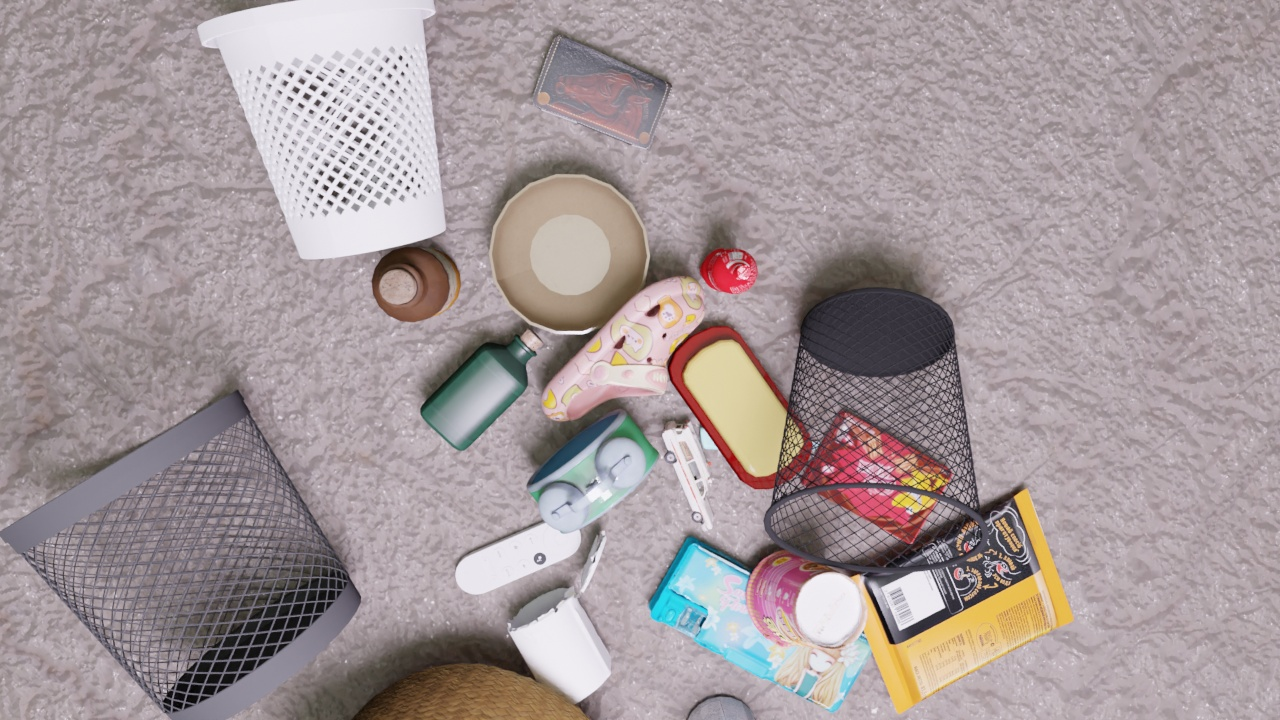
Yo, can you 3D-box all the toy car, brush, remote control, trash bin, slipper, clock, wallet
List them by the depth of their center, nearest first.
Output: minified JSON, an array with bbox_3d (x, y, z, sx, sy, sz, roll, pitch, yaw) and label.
[{"bbox_3d":[-0.260,-0.203,0.815,0.195,0.195,0.200,-10,107,-2],"label":"trash bin"},{"bbox_3d":[-0.399,0.181,0.833,0.218,0.217,0.227,-31,101,0],"label":"trash bin"},{"bbox_3d":[0.212,0.059,0.834,0.184,0.184,0.209,13,58,-5],"label":"trash bin"},{"bbox_3d":[-0.043,0.111,0.866,0.122,0.161,0.075,-38,96,2],"label":"clock"},{"bbox_3d":[-0.005,0.005,0.886,0.197,0.093,0.081,-41,70,10],"label":"slipper"},{"bbox_3d":[-0.037,-0.260,0.893,0.123,0.019,0.072,21,99,-5],"label":"wallet"},{"bbox_3d":[0.100,0.047,0.915,0.082,0.042,0.173,-35,91,-4],"label":"brush"},{"bbox_3d":[0.055,0.115,0.932,0.039,0.039,0.113,-23,97,11],"label":"toy car"},{"bbox_3d":[-0.126,0.201,0.946,0.136,0.013,0.043,-23,97,0],"label":"remote control"}]

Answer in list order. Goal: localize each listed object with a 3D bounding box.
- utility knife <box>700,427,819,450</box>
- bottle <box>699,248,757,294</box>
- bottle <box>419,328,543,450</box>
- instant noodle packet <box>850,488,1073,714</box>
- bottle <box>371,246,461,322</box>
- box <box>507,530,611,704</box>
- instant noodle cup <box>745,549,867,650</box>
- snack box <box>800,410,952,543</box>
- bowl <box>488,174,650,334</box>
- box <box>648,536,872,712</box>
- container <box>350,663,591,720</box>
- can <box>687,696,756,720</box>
[{"bbox_3d":[0.122,0.084,0.947,0.126,0.015,0.022,5,90,-7],"label":"utility knife"},{"bbox_3d":[0.085,-0.084,0.859,0.042,0.141,0.042,0,96,-4],"label":"bottle"},{"bbox_3d":[-0.148,0.021,0.899,0.131,0.061,0.061,-45,99,2],"label":"bottle"},{"bbox_3d":[0.337,0.252,0.959,0.220,0.032,0.160,-24,100,-8],"label":"instant noodle packet"},{"bbox_3d":[-0.207,-0.070,0.837,0.068,0.157,0.068,0,97,-3],"label":"bottle"},{"bbox_3d":[-0.061,0.260,0.927,0.142,0.083,0.140,-30,97,6],"label":"box"},{"bbox_3d":[0.164,0.234,0.886,0.097,0.109,0.097,2,81,-11],"label":"instant noodle cup"},{"bbox_3d":[0.245,0.121,0.954,0.133,0.021,0.089,28,94,-6],"label":"snack box"},{"bbox_3d":[-0.068,-0.103,0.894,0.152,0.050,0.152,0,97,-3],"label":"bowl"},{"bbox_3d":[0.127,0.277,0.955,0.227,0.041,0.094,29,93,-6],"label":"box"},{"bbox_3d":[-0.157,0.443,0.855,0.307,0.196,0.307,4,112,11],"label":"container"},{"bbox_3d":[0.090,0.403,0.920,0.078,0.136,0.078,0,97,-3],"label":"can"}]
